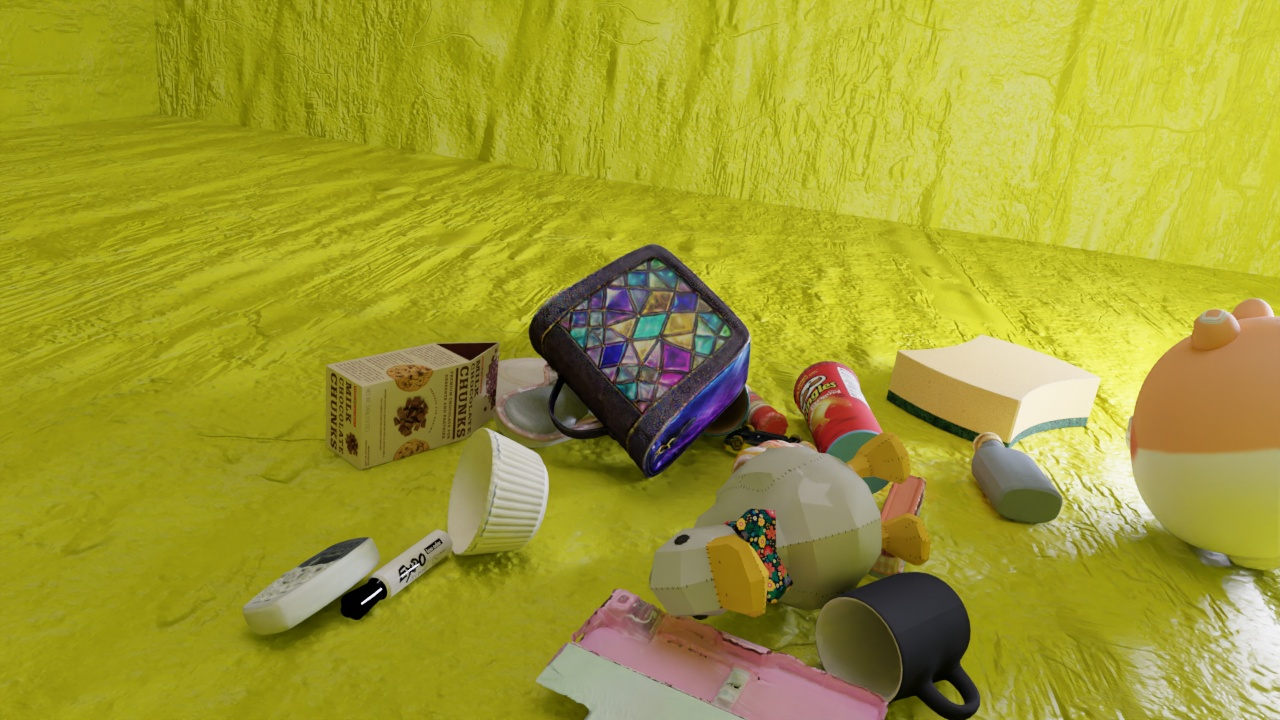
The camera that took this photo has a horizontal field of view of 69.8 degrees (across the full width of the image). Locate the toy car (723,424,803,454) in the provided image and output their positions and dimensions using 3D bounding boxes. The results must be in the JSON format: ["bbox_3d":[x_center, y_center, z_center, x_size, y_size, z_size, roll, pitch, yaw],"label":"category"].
[{"bbox_3d":[0.151,0.102,1.089,0.107,0.030,0.049,9,18,25],"label":"toy car"}]

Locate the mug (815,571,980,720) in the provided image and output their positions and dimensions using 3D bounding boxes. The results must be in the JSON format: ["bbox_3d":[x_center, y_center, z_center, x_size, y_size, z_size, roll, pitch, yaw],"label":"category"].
[{"bbox_3d":[0.211,0.225,0.710,0.094,0.085,0.121,-9,41,-36],"label":"mug"}]

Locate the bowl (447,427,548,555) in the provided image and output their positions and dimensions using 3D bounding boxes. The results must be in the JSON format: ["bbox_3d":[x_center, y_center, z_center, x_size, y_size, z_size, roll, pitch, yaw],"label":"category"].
[{"bbox_3d":[-0.127,0.123,0.836,0.062,0.115,0.115,15,16,-25],"label":"bowl"}]

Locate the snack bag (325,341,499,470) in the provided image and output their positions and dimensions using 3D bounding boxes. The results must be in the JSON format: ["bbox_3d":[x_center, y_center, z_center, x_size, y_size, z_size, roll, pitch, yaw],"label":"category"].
[{"bbox_3d":[-0.241,0.041,1.029,0.070,0.094,0.205,23,25,37],"label":"snack bag"}]

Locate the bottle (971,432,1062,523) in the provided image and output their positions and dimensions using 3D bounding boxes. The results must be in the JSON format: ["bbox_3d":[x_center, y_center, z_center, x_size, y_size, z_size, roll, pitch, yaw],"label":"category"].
[{"bbox_3d":[0.432,0.132,1.082,0.072,0.046,0.161,7,20,1],"label":"bottle"}]

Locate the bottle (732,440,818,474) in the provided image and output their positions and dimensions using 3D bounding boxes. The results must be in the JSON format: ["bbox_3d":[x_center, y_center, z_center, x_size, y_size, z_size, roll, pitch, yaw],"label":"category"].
[{"bbox_3d":[0.151,0.117,1.003,0.063,0.063,0.108,25,26,39],"label":"bottle"}]

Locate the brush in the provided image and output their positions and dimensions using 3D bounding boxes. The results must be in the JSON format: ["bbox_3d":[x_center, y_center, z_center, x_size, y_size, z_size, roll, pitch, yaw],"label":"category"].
[{"bbox_3d":[0.505,0.040,1.316,0.249,0.075,0.195,-9,26,-37],"label":"brush"}]

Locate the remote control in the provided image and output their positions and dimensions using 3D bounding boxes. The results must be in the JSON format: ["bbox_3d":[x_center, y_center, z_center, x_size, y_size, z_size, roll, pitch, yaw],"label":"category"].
[{"bbox_3d":[-0.259,0.176,0.724,0.060,0.028,0.114,-14,10,31],"label":"remote control"}]

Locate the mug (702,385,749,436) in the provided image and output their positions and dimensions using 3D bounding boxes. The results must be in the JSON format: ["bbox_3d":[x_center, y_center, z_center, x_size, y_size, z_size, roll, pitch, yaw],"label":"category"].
[{"bbox_3d":[0.073,0.051,1.141,0.112,0.084,0.104,-25,6,0],"label":"mug"}]

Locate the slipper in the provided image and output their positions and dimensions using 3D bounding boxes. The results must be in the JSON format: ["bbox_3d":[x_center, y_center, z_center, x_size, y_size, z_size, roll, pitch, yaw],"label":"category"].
[{"bbox_3d":[-0.064,0.034,1.125,0.114,0.055,0.273,40,37,22],"label":"slipper"}]

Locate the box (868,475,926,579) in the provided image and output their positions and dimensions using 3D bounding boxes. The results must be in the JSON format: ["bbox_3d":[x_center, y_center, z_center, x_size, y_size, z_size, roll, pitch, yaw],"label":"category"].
[{"bbox_3d":[0.263,0.165,0.942,0.058,0.053,0.186,44,29,4],"label":"box"}]

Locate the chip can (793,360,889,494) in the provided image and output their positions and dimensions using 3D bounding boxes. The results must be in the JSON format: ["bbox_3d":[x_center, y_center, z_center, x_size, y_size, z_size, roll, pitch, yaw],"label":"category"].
[{"bbox_3d":[0.244,0.077,1.112,0.087,0.087,0.213,7,21,-2],"label":"chip can"}]

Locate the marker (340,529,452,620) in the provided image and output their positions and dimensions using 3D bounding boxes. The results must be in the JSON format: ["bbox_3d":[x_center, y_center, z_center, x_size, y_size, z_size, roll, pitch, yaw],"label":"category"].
[{"bbox_3d":[-0.203,0.179,0.768,0.025,0.025,0.125,15,22,21],"label":"marker"}]

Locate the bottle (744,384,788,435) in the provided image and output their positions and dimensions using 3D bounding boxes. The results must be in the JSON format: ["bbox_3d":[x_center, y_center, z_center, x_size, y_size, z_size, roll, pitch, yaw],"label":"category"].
[{"bbox_3d":[0.146,0.066,1.172,0.044,0.044,0.109,-1,21,-22],"label":"bottle"}]

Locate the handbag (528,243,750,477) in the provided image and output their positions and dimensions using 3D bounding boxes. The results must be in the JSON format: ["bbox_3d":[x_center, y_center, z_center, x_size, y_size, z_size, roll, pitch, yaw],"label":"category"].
[{"bbox_3d":[-0.006,0.006,1.027,0.221,0.126,0.205,-38,67,-13],"label":"handbag"}]

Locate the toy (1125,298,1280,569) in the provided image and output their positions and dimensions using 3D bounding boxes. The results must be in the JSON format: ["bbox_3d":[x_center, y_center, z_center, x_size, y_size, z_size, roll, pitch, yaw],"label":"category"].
[{"bbox_3d":[0.664,0.077,0.987,0.262,0.280,0.266,-10,-1,-39],"label":"toy"}]

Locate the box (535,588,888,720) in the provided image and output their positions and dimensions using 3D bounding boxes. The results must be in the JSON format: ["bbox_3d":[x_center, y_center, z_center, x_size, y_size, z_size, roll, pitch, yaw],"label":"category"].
[{"bbox_3d":[0.046,0.248,0.649,0.231,0.035,0.158,16,22,22],"label":"box"}]

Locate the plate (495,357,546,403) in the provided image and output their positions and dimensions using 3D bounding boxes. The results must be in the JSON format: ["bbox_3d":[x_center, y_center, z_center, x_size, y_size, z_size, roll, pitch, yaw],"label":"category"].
[{"bbox_3d":[-0.135,0.028,1.198,0.188,0.027,0.188,6,20,-2],"label":"plate"}]

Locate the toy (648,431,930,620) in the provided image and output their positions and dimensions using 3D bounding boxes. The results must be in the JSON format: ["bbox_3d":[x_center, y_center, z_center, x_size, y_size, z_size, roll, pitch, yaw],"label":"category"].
[{"bbox_3d":[0.114,0.149,0.780,0.267,0.141,0.247,-13,-2,-23],"label":"toy"}]
